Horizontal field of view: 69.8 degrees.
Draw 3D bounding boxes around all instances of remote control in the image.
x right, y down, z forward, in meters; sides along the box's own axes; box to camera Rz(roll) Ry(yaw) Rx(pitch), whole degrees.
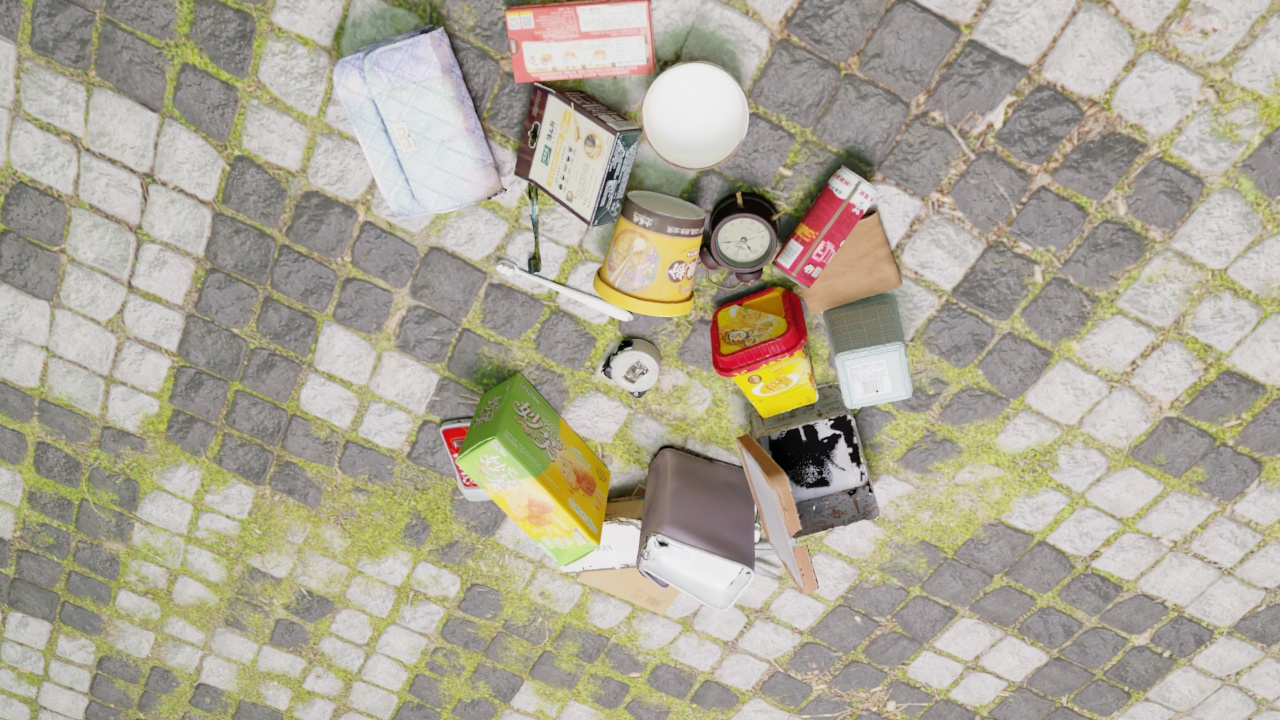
[{"bbox_3d":[-0.236,0.141,1.286,0.056,0.020,0.136,-8,120,10],"label":"remote control"}]

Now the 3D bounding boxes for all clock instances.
[{"bbox_3d":[0.114,-0.135,1.056,0.082,0.055,0.122,21,123,-7],"label":"clock"}]

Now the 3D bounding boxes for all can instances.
[{"bbox_3d":[0.206,-0.148,1.024,0.053,0.053,0.133,31,106,-12],"label":"can"}]

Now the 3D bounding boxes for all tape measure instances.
[{"bbox_3d":[-0.007,0.007,1.170,0.065,0.033,0.066,33,120,-16],"label":"tape measure"}]

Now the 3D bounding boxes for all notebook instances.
[{"bbox_3d":[0.016,0.284,1.351,0.149,0.012,0.212,26,121,-10],"label":"notebook"}]

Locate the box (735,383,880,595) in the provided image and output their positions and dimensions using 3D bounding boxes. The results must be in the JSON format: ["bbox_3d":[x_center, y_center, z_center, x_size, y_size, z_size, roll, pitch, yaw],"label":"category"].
[{"bbox_3d":[0.212,0.160,1.139,0.157,0.193,0.183,-18,117,8],"label":"box"}]

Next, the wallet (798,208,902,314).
[{"bbox_3d":[0.237,-0.114,1.078,0.115,0.020,0.101,-18,117,19],"label":"wallet"}]

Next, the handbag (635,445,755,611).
[{"bbox_3d":[0.070,0.210,1.191,0.145,0.196,0.099,28,120,-10],"label":"handbag"}]

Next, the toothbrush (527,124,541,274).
[{"bbox_3d":[-0.128,-0.186,1.075,0.012,0.017,0.186,26,129,35],"label":"toothbrush"}]

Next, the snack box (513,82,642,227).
[{"bbox_3d":[-0.070,-0.226,1.001,0.125,0.053,0.113,40,128,28],"label":"snack box"}]

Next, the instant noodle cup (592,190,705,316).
[{"bbox_3d":[0.015,-0.125,1.044,0.118,0.118,0.115,14,113,-2],"label":"instant noodle cup"}]

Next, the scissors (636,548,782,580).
[{"bbox_3d":[0.090,0.278,1.320,0.221,0.021,0.211,39,120,-18],"label":"scissors"}]

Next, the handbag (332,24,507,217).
[{"bbox_3d":[-0.243,-0.256,1.011,0.134,0.075,0.194,-12,120,13],"label":"handbag"}]

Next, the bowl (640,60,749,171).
[{"bbox_3d":[0.058,-0.266,0.978,0.113,0.062,0.114,2,121,3],"label":"bowl"}]

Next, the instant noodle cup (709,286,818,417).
[{"bbox_3d":[0.156,-0.004,1.106,0.116,0.116,0.124,-20,128,17],"label":"instant noodle cup"}]

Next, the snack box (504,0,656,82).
[{"bbox_3d":[-0.062,-0.338,0.968,0.153,0.025,0.075,-2,122,8],"label":"snack box"}]

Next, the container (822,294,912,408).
[{"bbox_3d":[0.270,-0.008,1.084,0.090,0.111,0.090,-12,119,13],"label":"container"}]

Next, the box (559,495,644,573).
[{"bbox_3d":[-0.055,0.246,1.286,0.185,0.059,0.090,-9,116,30],"label":"box"}]

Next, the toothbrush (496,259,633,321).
[{"bbox_3d":[-0.093,-0.084,1.133,0.180,0.016,0.016,22,123,-7],"label":"toothbrush"}]

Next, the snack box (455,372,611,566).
[{"bbox_3d":[-0.131,0.141,1.193,0.070,0.157,0.210,-31,113,20],"label":"snack box"}]

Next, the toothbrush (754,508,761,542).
[{"bbox_3d":[0.168,0.179,1.268,0.016,0.018,0.181,6,121,6],"label":"toothbrush"}]
